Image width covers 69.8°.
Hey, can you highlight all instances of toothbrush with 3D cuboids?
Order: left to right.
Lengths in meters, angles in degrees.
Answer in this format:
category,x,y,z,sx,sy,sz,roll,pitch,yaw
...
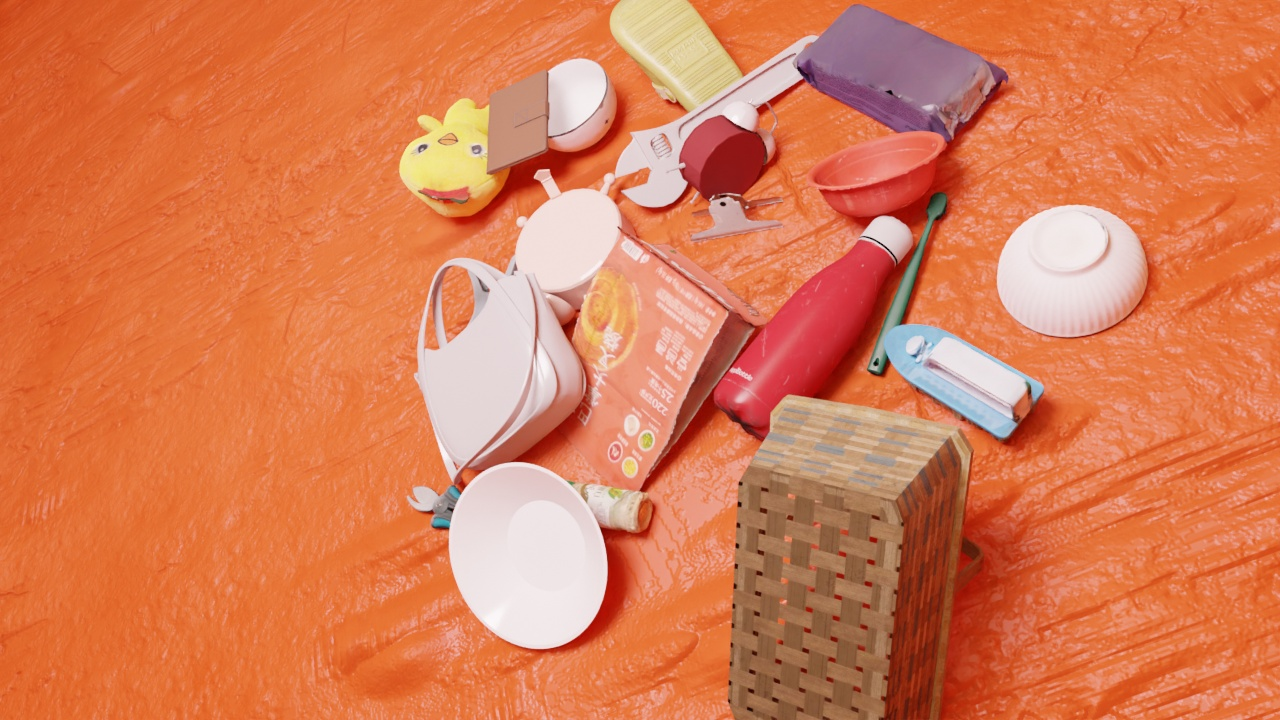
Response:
category,x,y,z,sx,sy,sz,roll,pitch,yaw
toothbrush,0.249,-0.072,0.851,0.016,0.017,0.189,18,76,25

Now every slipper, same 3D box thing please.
category,x,y,z,sx,sy,sz,roll,pitch,yaw
slipper,0.047,-0.343,1.055,0.091,0.081,0.190,-41,80,-4

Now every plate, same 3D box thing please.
category,x,y,z,sx,sy,sz,roll,pitch,yaw
plate,-0.099,0.180,0.864,0.174,0.036,0.174,2,96,27

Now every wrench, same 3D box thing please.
category,x,y,z,sx,sy,sz,roll,pitch,yaw
wrench,0.093,-0.262,1.004,0.273,0.087,0.018,-32,17,-1

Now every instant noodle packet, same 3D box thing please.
category,x,y,z,sx,sy,sz,roll,pitch,yaw
instant noodle packet,-0.005,0.005,0.896,0.164,0.083,0.221,41,108,35

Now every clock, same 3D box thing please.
category,x,y,z,sx,sy,sz,roll,pitch,yaw
clock,-0.075,-0.125,1.007,0.131,0.086,0.160,-23,64,15
clock,0.092,-0.218,0.960,0.124,0.087,0.044,-44,54,5

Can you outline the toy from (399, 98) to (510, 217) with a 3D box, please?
category,x,y,z,sx,sy,sz,roll,pitch,yaw
toy,-0.222,-0.255,1.140,0.134,0.092,0.207,7,59,5

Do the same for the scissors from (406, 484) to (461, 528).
category,x,y,z,sx,sy,sz,roll,pitch,yaw
scissors,-0.185,0.157,0.956,0.150,0.019,0.131,-30,54,13

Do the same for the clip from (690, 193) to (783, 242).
category,x,y,z,sx,sy,sz,roll,pitch,yaw
clip,0.095,-0.156,0.956,0.102,0.054,0.057,-7,26,24

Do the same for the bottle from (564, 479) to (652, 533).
category,x,y,z,sx,sy,sz,roll,pitch,yaw
bottle,-0.045,0.138,0.878,0.111,0.043,0.043,5,68,28

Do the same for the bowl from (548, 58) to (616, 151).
category,x,y,z,sx,sy,sz,roll,pitch,yaw
bowl,-0.077,-0.297,1.099,0.114,0.063,0.113,-12,62,23

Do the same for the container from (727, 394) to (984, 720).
category,x,y,z,sx,sy,sz,roll,pitch,yaw
container,0.163,0.155,0.693,0.158,0.185,0.250,11,109,31

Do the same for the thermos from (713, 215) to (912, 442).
category,x,y,z,sx,sy,sz,roll,pitch,yaw
thermos,0.165,-0.035,0.839,0.073,0.073,0.239,35,82,35

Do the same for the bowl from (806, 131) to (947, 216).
category,x,y,z,sx,sy,sz,roll,pitch,yaw
bowl,0.227,-0.172,0.872,0.130,0.045,0.130,-17,24,8

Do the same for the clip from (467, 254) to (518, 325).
category,x,y,z,sx,sy,sz,roll,pitch,yaw
clip,-0.180,-0.042,1.047,0.106,0.028,0.163,-9,62,22

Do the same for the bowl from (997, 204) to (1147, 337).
category,x,y,z,sx,sy,sz,roll,pitch,yaw
bowl,0.360,-0.085,0.770,0.118,0.062,0.118,-12,61,22

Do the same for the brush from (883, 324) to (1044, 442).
category,x,y,z,sx,sy,sz,roll,pitch,yaw
brush,0.261,0.008,0.767,0.136,0.075,0.055,37,85,35

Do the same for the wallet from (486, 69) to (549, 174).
category,x,y,z,sx,sy,sz,roll,pitch,yaw
wallet,-0.144,-0.280,1.080,0.088,0.013,0.120,-16,60,25

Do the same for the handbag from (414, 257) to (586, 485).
category,x,y,z,sx,sy,sz,roll,pitch,yaw
handbag,-0.176,-0.005,0.955,0.216,0.095,0.222,-40,67,25

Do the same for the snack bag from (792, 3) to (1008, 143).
category,x,y,z,sx,sy,sz,roll,pitch,yaw
snack bag,0.257,-0.297,0.932,0.096,0.058,0.205,-48,55,-1
